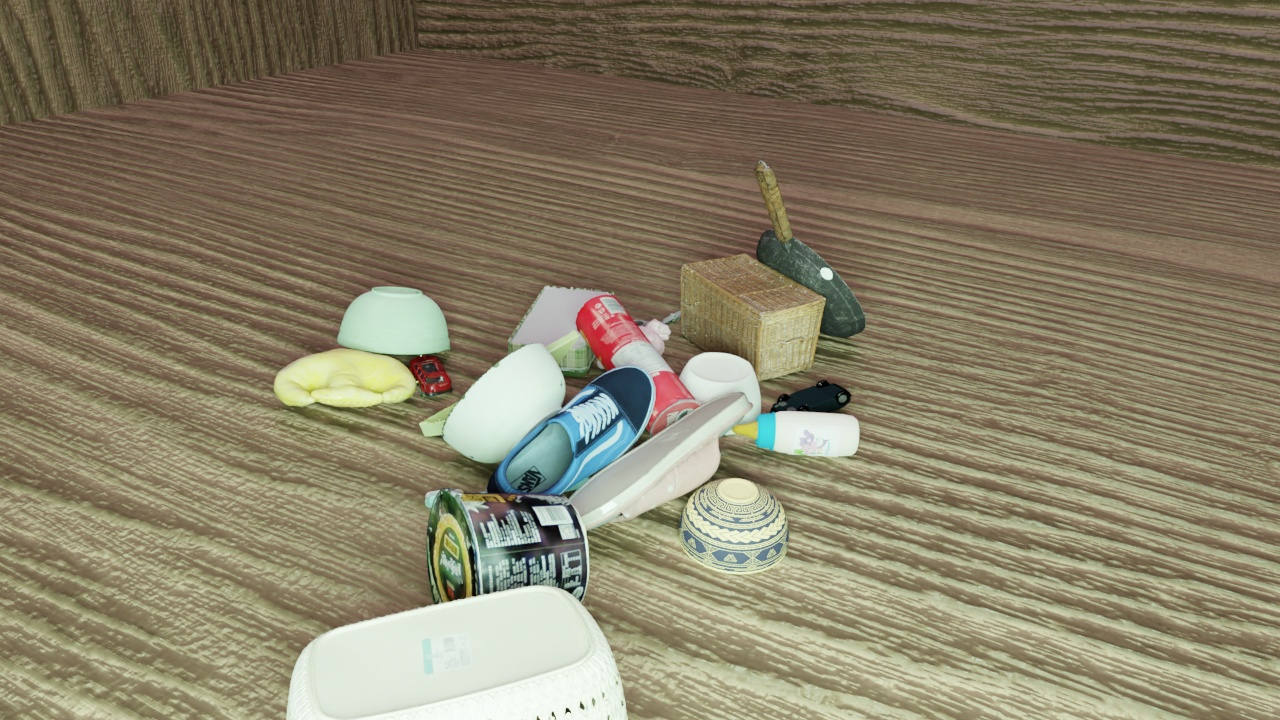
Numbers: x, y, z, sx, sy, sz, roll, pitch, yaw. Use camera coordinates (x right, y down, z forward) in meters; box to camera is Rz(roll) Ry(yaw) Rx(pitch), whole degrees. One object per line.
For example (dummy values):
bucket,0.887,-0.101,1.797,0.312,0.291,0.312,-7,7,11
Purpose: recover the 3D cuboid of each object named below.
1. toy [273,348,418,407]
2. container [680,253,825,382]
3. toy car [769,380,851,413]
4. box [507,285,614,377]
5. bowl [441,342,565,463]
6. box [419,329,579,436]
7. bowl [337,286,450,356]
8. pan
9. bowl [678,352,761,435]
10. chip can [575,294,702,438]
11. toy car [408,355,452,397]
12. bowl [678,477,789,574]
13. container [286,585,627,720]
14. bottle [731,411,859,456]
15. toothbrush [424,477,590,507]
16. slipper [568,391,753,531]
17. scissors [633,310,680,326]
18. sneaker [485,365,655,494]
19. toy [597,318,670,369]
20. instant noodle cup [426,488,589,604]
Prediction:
toy,-0.363,0.024,1.137,0.170,0.065,0.155,-2,20,-21
container,0.152,-0.062,1.292,0.113,0.113,0.198,-14,32,-29
toy car,0.215,0.056,1.157,0.112,0.034,0.046,-17,33,-30
box,-0.109,-0.045,1.313,0.118,0.050,0.205,4,27,8
bowl,-0.140,0.058,1.023,0.073,0.154,0.153,43,40,12
box,-0.164,0.032,1.112,0.044,0.141,0.187,56,40,1
bowl,-0.333,-0.058,1.249,0.151,0.077,0.150,6,12,-1
pan,0.210,-0.145,1.274,0.040,0.357,0.207,-44,49,-6
bowl,0.097,0.037,1.150,0.116,0.066,0.116,2,28,-1
chip can,-0.007,0.007,1.144,0.073,0.073,0.233,-12,42,-25
toy car,-0.274,0.018,1.193,0.042,0.036,0.091,-11,25,-23
bowl,0.096,0.155,0.927,0.112,0.061,0.112,2,28,-1
container,-0.122,0.257,0.628,0.245,0.143,0.185,-9,16,-20
bottle,0.181,0.085,1.081,0.146,0.051,0.051,3,28,1
toothbrush,-0.140,0.140,0.988,0.180,0.016,0.016,-5,20,-12
slipper,0.026,0.114,0.968,0.273,0.054,0.114,-33,11,-35
scissors,0.045,-0.058,1.385,0.170,0.014,0.095,-13,29,-20
sneaker,-0.058,0.077,0.968,0.083,0.098,0.240,47,58,5
toy,-0.006,-0.015,1.266,0.063,0.047,0.109,22,44,38
instant noodle cup,-0.115,0.176,0.808,0.112,0.137,0.137,-2,26,-29
